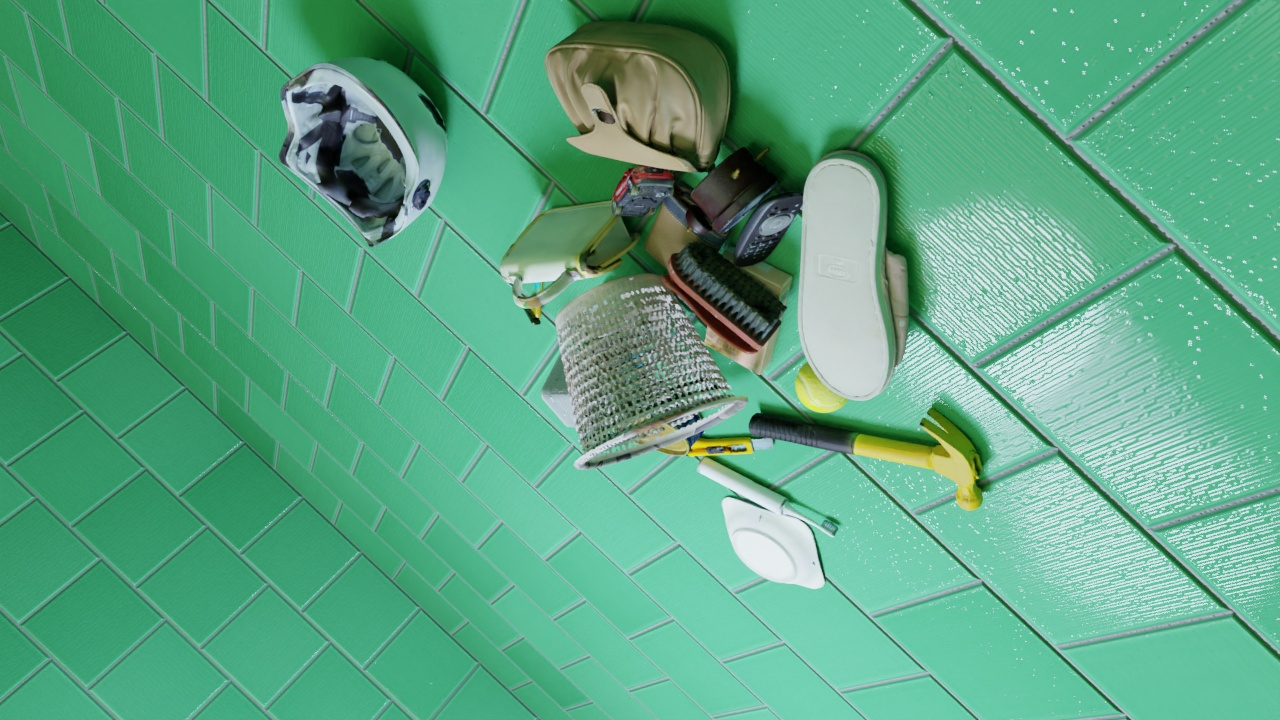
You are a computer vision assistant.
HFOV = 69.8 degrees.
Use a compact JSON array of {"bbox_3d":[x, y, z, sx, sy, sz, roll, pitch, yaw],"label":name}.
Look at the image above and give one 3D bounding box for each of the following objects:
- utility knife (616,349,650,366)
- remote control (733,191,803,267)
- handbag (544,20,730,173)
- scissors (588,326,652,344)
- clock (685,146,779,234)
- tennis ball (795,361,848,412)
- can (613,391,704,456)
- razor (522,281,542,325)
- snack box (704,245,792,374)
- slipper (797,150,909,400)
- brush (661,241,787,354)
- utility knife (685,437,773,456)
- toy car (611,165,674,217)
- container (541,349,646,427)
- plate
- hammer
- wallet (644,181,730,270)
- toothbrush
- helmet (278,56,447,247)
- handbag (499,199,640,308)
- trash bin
[{"bbox_3d":[-0.040,-0.002,1.337,0.162,0.018,0.034,-4,124,46],"label":"utility knife"},{"bbox_3d":[0.133,-0.143,0.976,0.137,0.053,0.024,117,137,-62],"label":"remote control"},{"bbox_3d":[-0.008,-0.266,0.942,0.205,0.099,0.148,20,142,38],"label":"handbag"},{"bbox_3d":[-0.045,-0.054,1.292,0.159,0.014,0.179,32,147,20],"label":"scissors"},{"bbox_3d":[0.091,-0.171,0.961,0.055,0.081,0.122,49,144,0],"label":"clock"},{"bbox_3d":[0.213,0.028,1.067,0.065,0.065,0.066,27,143,23],"label":"tennis ball"},{"bbox_3d":[0.022,0.089,1.344,0.148,0.049,0.075,15,137,36],"label":"can"},{"bbox_3d":[-0.156,-0.108,1.330,0.133,0.028,0.043,94,153,-52],"label":"razor"},{"bbox_3d":[0.126,-0.057,1.097,0.084,0.026,0.158,30,144,20],"label":"snack box"},{"bbox_3d":[0.219,-0.084,0.946,0.114,0.054,0.275,10,124,35],"label":"slipper"},{"bbox_3d":[0.089,-0.070,1.037,0.146,0.063,0.069,39,132,5],"label":"brush"},{"bbox_3d":[0.119,0.122,1.309,0.193,0.015,0.033,-10,122,50],"label":"utility knife"},{"bbox_3d":[0.000,-0.194,1.037,0.121,0.053,0.045,160,107,-71],"label":"toy car"},{"bbox_3d":[-0.063,0.041,1.317,0.114,0.090,0.090,0,142,36],"label":"container"},{"bbox_3d":[0.194,0.287,1.396,0.164,0.034,0.164,13,136,38],"label":"plate"},{"bbox_3d":[0.265,0.101,1.122,0.301,0.032,0.129,8,132,41],"label":"hammer"},{"bbox_3d":[0.053,-0.144,1.075,0.090,0.033,0.115,41,147,9],"label":"wallet"},{"bbox_3d":[0.181,0.197,1.318,0.221,0.026,0.026,26,-179,25],"label":"toothbrush"},{"bbox_3d":[-0.346,-0.295,1.219,0.229,0.145,0.259,40,138,3],"label":"helmet"},{"bbox_3d":[-0.102,-0.119,1.131,0.164,0.178,0.063,1,133,43],"label":"handbag"},{"bbox_3d":[-0.006,0.008,1.136,0.228,0.227,0.192,-40,68,56],"label":"trash bin"}]
